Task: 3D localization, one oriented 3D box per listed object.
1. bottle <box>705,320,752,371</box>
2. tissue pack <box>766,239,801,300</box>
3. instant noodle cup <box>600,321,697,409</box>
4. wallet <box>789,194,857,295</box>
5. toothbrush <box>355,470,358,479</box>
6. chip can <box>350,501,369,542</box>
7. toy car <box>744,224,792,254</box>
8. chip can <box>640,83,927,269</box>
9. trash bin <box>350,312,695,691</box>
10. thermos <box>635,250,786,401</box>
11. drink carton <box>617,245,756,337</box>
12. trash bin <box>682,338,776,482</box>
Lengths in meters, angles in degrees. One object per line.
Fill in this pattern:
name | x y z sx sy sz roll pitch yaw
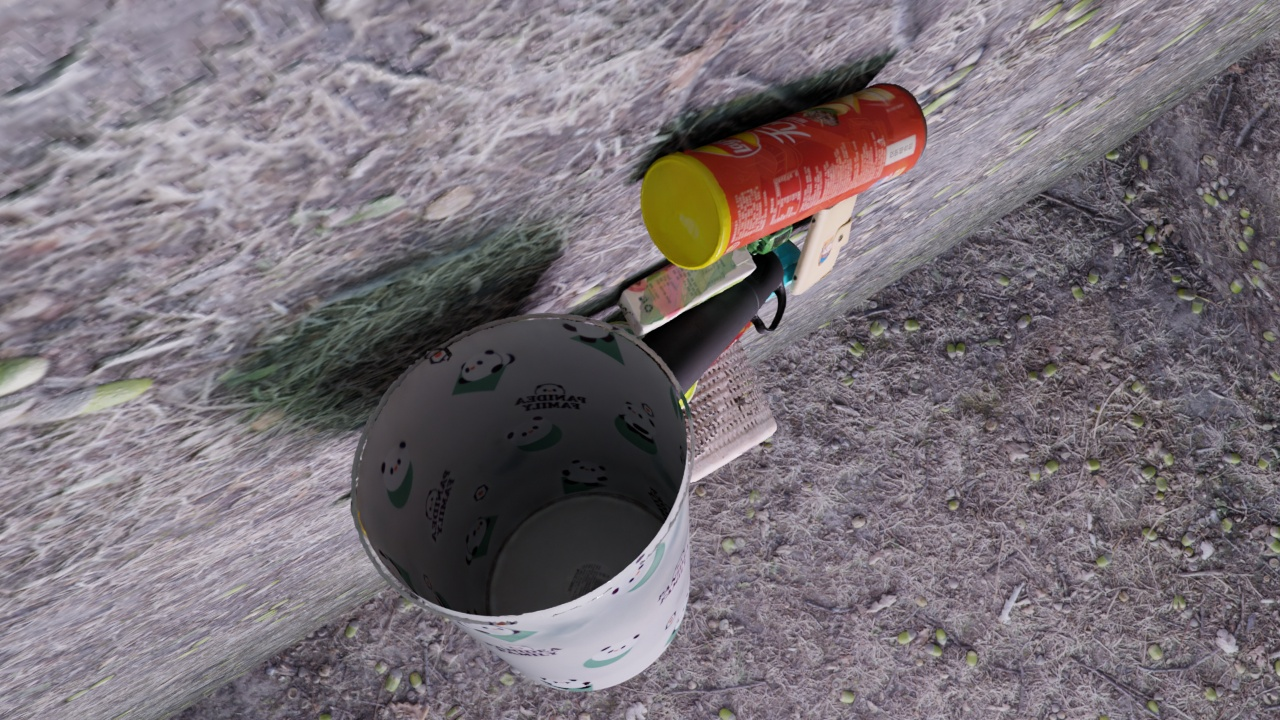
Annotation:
bottle | 0.079 -0.025 1.134 0.174 0.057 0.058 -42 -179 -39
tissue pack | 0.122 -0.084 1.075 0.093 0.050 0.134 -28 173 -41
instant noodle cup | -0.006 0.006 0.981 0.112 0.111 0.123 -33 164 10
wallet | 0.207 -0.134 1.021 0.087 0.024 0.115 -35 147 -40
toothbrush | -0.199 0.100 0.939 0.187 0.017 0.016 -8 -153 -19
chip can | -0.218 0.128 1.022 0.213 0.072 0.072 -32 173 9
toy car | 0.120 -0.123 0.872 0.043 0.036 0.091 -32 177 -2
chip can | 0.102 -0.128 0.610 0.216 0.073 0.073 -27 172 -33
trash bin | -0.064 0.128 0.702 0.229 0.229 0.252 -30 148 -12
thermos | 0.059 -0.016 0.893 0.241 0.090 0.069 -45 -174 -27
drink carton | 0.041 -0.071 0.847 0.122 0.045 0.053 -30 177 -10
trash bin | 0.078 0.053 1.274 0.227 0.192 0.227 -31 173 -4
